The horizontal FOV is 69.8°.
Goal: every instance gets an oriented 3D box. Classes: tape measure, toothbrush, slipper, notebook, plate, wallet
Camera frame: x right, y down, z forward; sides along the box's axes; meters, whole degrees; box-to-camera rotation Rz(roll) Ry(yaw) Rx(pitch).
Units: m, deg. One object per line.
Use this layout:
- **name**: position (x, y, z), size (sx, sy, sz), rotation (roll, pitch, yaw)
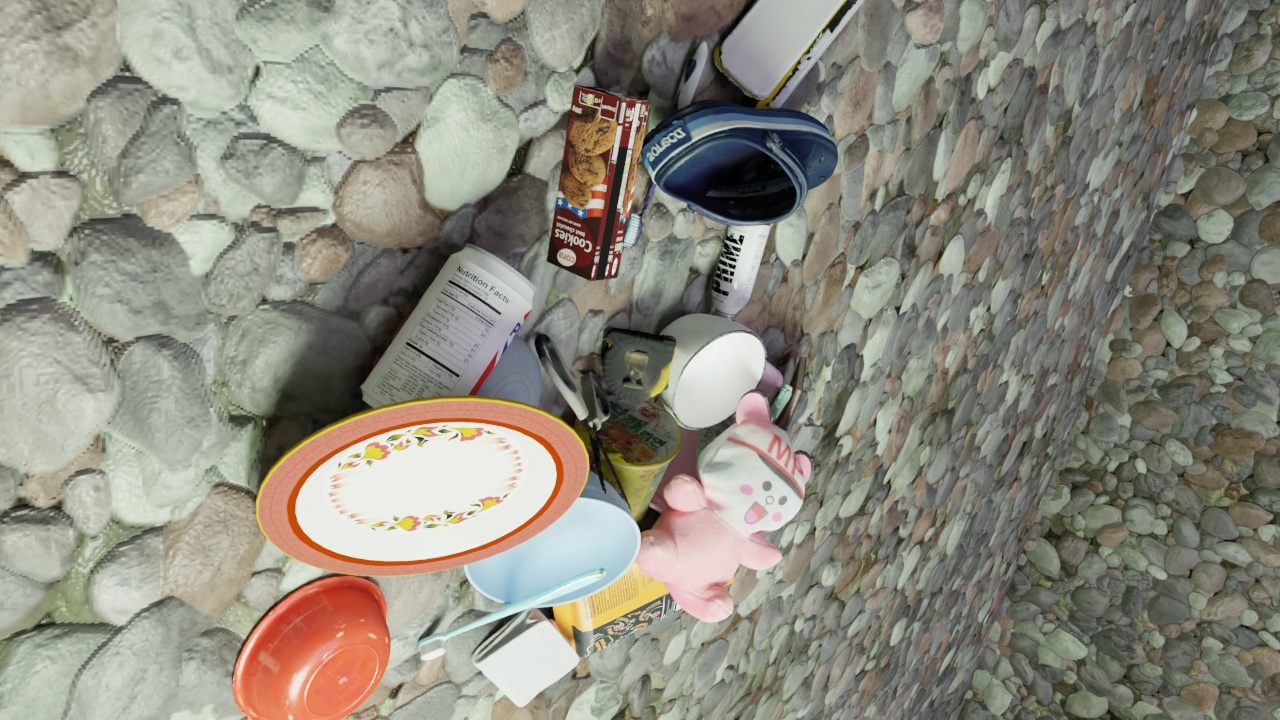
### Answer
- **tape measure**: position (-0.005, 0.005, 0.839), size (0.038, 0.067, 0.063), rotation (-102, -157, -78)
- **toothbrush**: position (0.019, -0.186, 0.791), size (0.017, 0.016, 0.189), rotation (12, 102, -44)
- **slipper**: position (0.093, -0.159, 0.795), size (0.105, 0.095, 0.252), rotation (-37, 164, 34)
- **notebook**: position (0.155, 0.107, 1.087), size (0.141, 0.008, 0.209), rotation (-53, 161, -70)
- **plate**: position (-0.151, 0.090, 0.655), size (0.229, 0.021, 0.230), rotation (-12, 144, -9)
- **toothbrush**: position (-0.112, 0.219, 0.799), size (0.181, 0.016, 0.016), rotation (-25, 136, 4)
- **wallet**: position (-0.114, 0.294, 0.916), size (0.086, 0.032, 0.116), rotation (-34, 139, -13)

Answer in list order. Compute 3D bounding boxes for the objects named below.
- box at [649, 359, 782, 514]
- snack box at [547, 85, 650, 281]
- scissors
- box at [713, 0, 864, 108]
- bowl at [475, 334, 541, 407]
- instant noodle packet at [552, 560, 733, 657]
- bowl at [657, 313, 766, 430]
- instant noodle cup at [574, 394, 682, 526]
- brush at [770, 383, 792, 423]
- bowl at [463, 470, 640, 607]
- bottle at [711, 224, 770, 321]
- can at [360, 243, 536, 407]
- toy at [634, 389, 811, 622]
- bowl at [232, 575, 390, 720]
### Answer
- **box**: position (0.073, 0.083, 1.016), size (0.101, 0.103, 0.201), rotation (36, 81, -15)
- **snack box**: position (-0.034, -0.138, 0.721), size (0.031, 0.051, 0.141), rotation (-13, 122, -48)
- **scissors**: position (-0.044, 0.045, 0.775), size (0.013, 0.157, 0.169), rotation (-32, -170, 12)
- **box**: position (0.143, -0.316, 0.860), size (0.210, 0.080, 0.084), rotation (-52, -177, -14)
- **bowl**: position (-0.117, 0.028, 0.733), size (0.106, 0.039, 0.106), rotation (-30, 133, -38)
- **instant noodle packet**: position (0.010, 0.242, 0.983), size (0.220, 0.032, 0.160), rotation (-22, 139, -19)
- **bowl**: position (0.060, 0.004, 0.905), size (0.116, 0.065, 0.116), rotation (-22, 133, -26)
- **instant noodle cup**: position (-0.020, 0.101, 0.865), size (0.102, 0.102, 0.108), rotation (-26, 141, -41)
- **brush**: position (0.153, 0.065, 1.052), size (0.033, 0.012, 0.218), rotation (-56, 169, -11)
- **bowl**: position (-0.080, 0.141, 0.801), size (0.150, 0.074, 0.151), rotation (-8, 133, -9)
- **bottle**: position (0.097, -0.088, 0.930), size (0.041, 0.041, 0.116), rotation (-6, 116, -50)
- **can**: position (-0.136, -0.012, 0.657), size (0.132, 0.070, 0.070), rotation (-57, 145, -8)
- **toy**: position (0.087, 0.143, 0.908), size (0.142, 0.084, 0.212), rotation (45, 71, -20)
- **bowl**: position (-0.239, 0.233, 0.704), size (0.130, 0.045, 0.131), rotation (-29, 133, -38)
